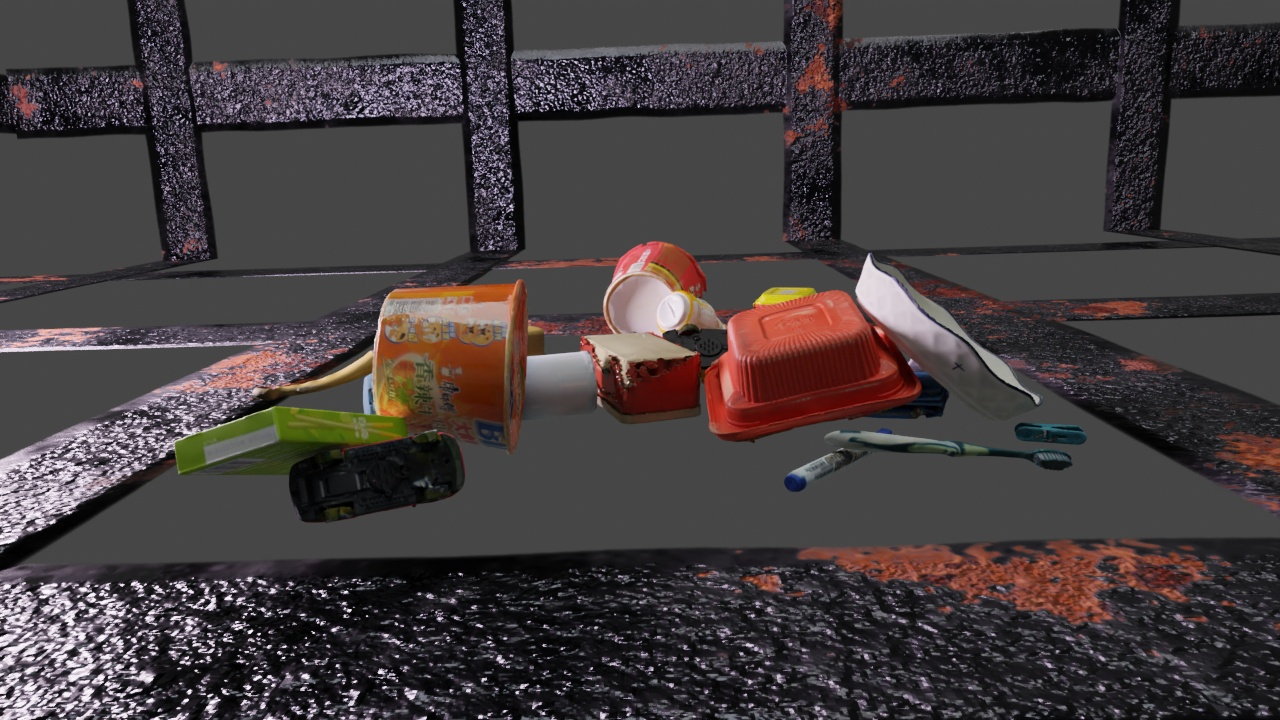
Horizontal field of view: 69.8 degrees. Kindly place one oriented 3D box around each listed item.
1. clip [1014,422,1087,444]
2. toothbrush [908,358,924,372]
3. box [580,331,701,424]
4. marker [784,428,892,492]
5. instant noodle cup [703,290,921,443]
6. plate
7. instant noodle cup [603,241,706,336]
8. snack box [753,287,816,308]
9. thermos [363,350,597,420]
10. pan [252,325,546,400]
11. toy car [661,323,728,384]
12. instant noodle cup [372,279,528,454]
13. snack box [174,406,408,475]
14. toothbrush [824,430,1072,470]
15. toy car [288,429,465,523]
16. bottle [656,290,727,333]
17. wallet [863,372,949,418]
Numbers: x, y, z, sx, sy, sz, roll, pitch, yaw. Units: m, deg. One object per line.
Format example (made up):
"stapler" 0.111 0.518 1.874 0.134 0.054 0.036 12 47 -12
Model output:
"clip" 0.347 0.062 0.777 0.056 0.014 0.041 1 12 16
"toothbrush" 0.225 0.007 1.045 0.189 0.029 0.021 -1 49 8
"box" -0.005 0.005 0.944 0.091 0.079 0.168 -5 12 -18
"marker" 0.159 0.077 0.723 0.017 0.017 0.145 9 16 42
"instant noodle cup" 0.145 -0.002 0.840 0.189 0.079 0.164 -14 23 5
"plate" 0.278 -0.018 0.852 0.205 0.046 0.204 35 18 -14
"instant noodle cup" 0.013 -0.086 1.271 0.138 0.138 0.108 1 21 15
"snack box" 0.187 -0.049 1.171 0.082 0.080 0.091 3 13 18
"thermos" -0.154 0.031 0.884 0.220 0.070 0.070 -5 12 -13
"pan" -0.281 -0.001 1.109 0.356 0.078 0.198 -2 7 -36
"toy car" 0.094 -0.007 1.033 0.156 0.041 0.071 1 47 2
"instant noodle cup" -0.158 0.002 0.782 0.111 0.151 0.151 3 12 -3
"snack box" -0.247 0.061 0.672 0.086 0.026 0.156 -18 -12 16
"toothbrush" 0.238 0.070 0.710 0.191 0.016 0.018 5 24 1
"toy car" -0.188 0.084 0.660 0.120 0.053 0.045 -9 -7 -14
"bottle" 0.071 -0.048 1.188 0.063 0.063 0.108 10 -10 43
"wallet" 0.230 0.029 0.897 0.133 0.040 0.106 0 9 23
